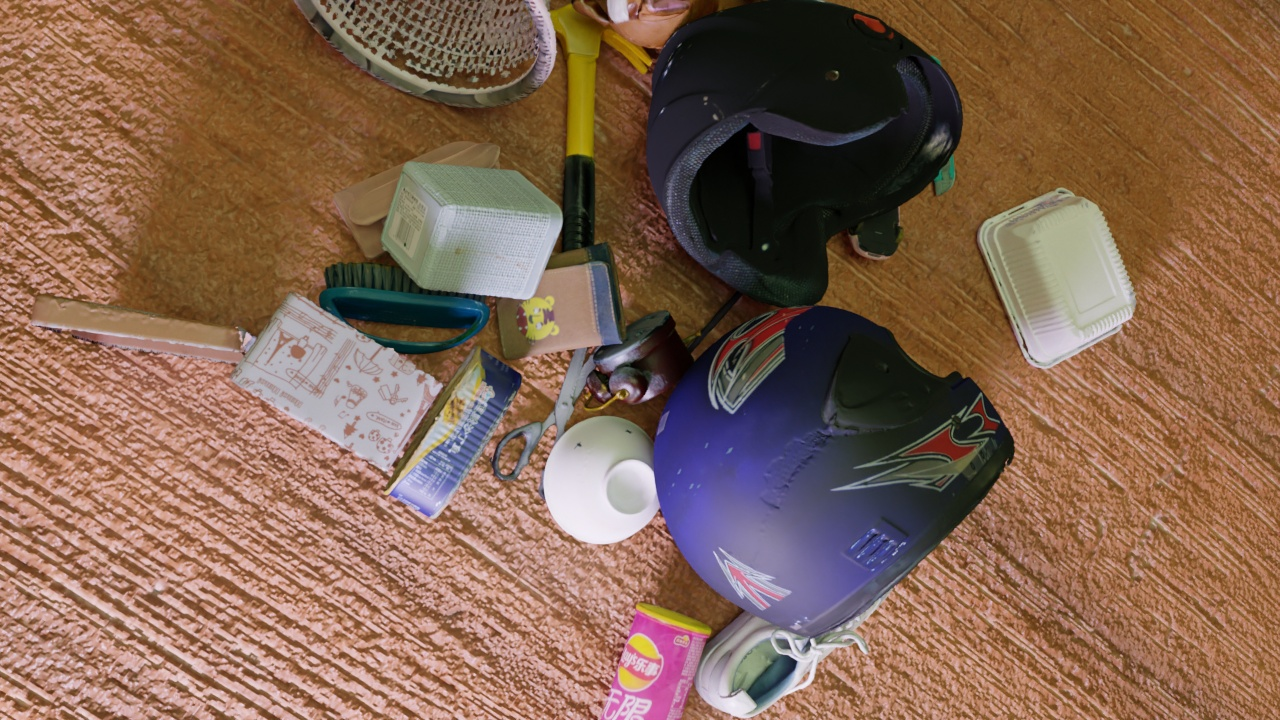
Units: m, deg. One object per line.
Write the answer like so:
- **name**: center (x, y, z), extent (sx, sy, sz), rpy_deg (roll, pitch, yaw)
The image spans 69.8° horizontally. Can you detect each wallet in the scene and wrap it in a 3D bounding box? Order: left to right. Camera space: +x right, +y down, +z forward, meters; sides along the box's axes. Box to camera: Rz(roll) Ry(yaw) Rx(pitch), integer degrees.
- **wallet**: center (-0.073, -0.051, 0.816), extent (0.115, 0.033, 0.090), rpy_deg (-9, 89, 19)

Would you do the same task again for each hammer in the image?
- **hammer**: center (-0.056, -0.186, 0.858), extent (0.128, 0.033, 0.300), rpy_deg (2, 85, -14)

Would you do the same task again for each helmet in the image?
- **helmet**: center (0.134, -0.199, 0.808), extent (0.274, 0.234, 0.230), rpy_deg (-15, 60, -18)
- **helmet**: center (0.153, 0.069, 0.795), extent (0.314, 0.248, 0.240), rpy_deg (-30, 76, -39)

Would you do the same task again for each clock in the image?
- **clock**: center (-0.005, 0.005, 0.829), extent (0.121, 0.082, 0.055), rpy_deg (-41, 107, -26)

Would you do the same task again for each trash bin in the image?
- **trash bin**: center (-0.156, -0.358, 0.764), extent (0.227, 0.228, 0.191), rpy_deg (20, 68, -13)

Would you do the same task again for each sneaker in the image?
- **sneaker**: center (0.159, 0.241, 0.854), extent (0.241, 0.091, 0.089), rpy_deg (-34, 96, -16)

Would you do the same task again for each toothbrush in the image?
- **toothbrush**: center (0.093, -0.066, 0.898), extent (0.018, 0.016, 0.180), rpy_deg (41, 76, -3)

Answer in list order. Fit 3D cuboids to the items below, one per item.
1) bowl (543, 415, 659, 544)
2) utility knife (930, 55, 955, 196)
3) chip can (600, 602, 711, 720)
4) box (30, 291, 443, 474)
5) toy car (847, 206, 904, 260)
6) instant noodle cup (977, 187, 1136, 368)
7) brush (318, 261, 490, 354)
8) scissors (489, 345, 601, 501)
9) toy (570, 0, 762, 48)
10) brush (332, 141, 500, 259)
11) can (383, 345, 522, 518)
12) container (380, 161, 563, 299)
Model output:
- **bowl**: center (-0.021, 0.110, 0.819), extent (0.118, 0.065, 0.118), rpy_deg (0, 90, -23)
- **utility knife**: center (0.316, -0.250, 0.973), extent (0.029, 0.013, 0.151), rpy_deg (-6, 87, -17)
- **chip can**: center (-0.003, 0.328, 0.813), extent (0.071, 0.071, 0.210), rpy_deg (21, 81, -13)
- **box**: center (-0.295, -0.001, 0.702), extent (0.260, 0.179, 0.105), rpy_deg (31, 78, -11)
- **toy car**: center (0.237, -0.159, 0.934), extent (0.056, 0.037, 0.122), rpy_deg (11, 70, -17)
- **instant noodle cup**: center (0.452, -0.092, 0.975), extent (0.138, 0.060, 0.173), rpy_deg (-24, 91, -16)
- **brush**: center (-0.201, -0.041, 0.788), extent (0.143, 0.055, 0.073), rpy_deg (4, 70, -19)
- **scissors**: center (-0.068, 0.049, 0.849), extent (0.168, 0.014, 0.156), rpy_deg (-25, 93, -20)
- **toy**: center (0.044, -0.345, 0.837), extent (0.199, 0.140, 0.130), rpy_deg (-28, 115, -28)
- **brush**: center (-0.187, -0.146, 0.798), extent (0.145, 0.073, 0.063), rpy_deg (-30, 92, -18)
- **can**: center (-0.160, 0.061, 0.789), extent (0.049, 0.075, 0.148), rpy_deg (34, 79, -14)
- **container**: center (-0.142, -0.108, 0.756), extent (0.111, 0.090, 0.090), rpy_deg (-1, 125, -46)
